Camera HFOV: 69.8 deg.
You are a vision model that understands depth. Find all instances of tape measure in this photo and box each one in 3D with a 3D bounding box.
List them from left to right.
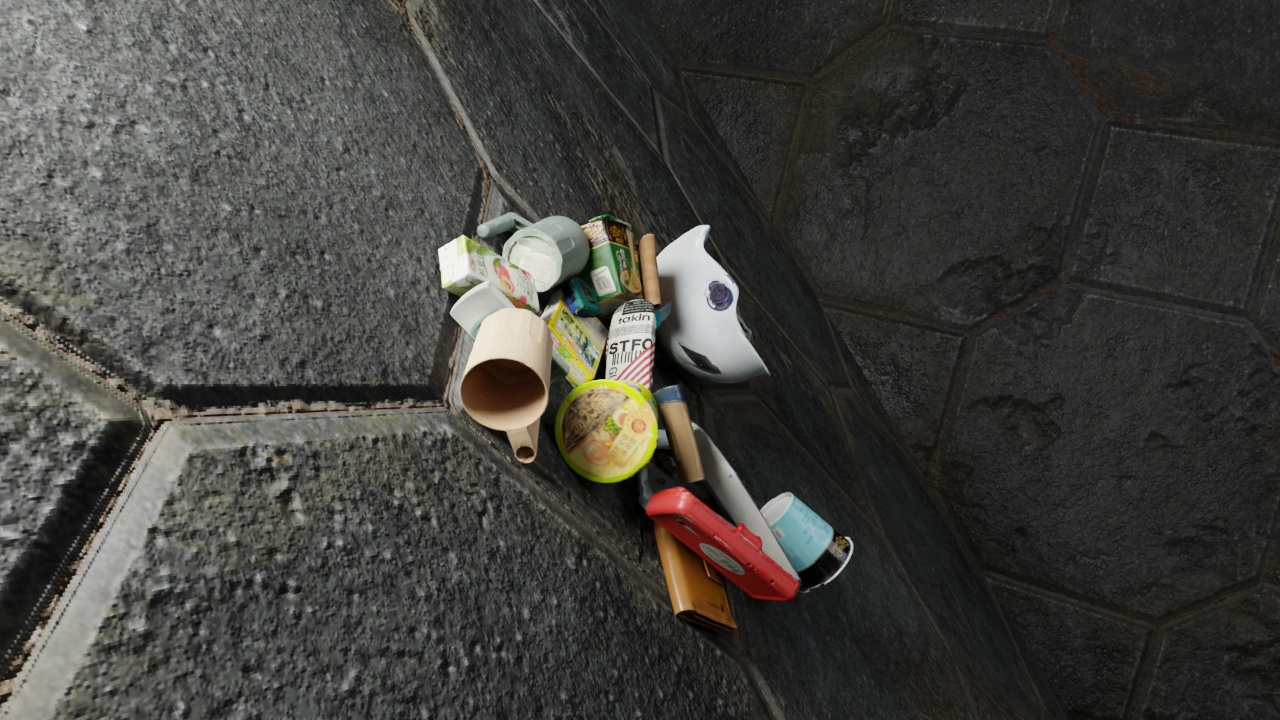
[{"bbox_3d":[-0.074,-0.079,1.154,0.054,0.025,0.058,63,20,16],"label":"tape measure"}]

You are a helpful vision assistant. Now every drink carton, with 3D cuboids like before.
[{"bbox_3d":[-0.168,-0.087,1.010,0.122,0.046,0.053,26,47,-54],"label":"drink carton"}]

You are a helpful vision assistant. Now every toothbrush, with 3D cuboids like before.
[{"bbox_3d":[0.025,0.104,1.202,0.026,0.026,0.220,52,17,21],"label":"toothbrush"}]

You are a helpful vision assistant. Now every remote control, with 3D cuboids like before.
[{"bbox_3d":[-0.137,-0.021,0.967,0.135,0.056,0.019,49,22,-23],"label":"remote control"}]

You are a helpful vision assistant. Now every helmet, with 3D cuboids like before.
[{"bbox_3d":[0.089,-0.068,1.426,0.229,0.146,0.258,45,22,-73],"label":"helmet"}]

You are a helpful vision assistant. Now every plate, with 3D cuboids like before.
[{"bbox_3d":[0.129,0.198,1.211,0.266,0.034,0.162,57,-4,-24],"label":"plate"}]

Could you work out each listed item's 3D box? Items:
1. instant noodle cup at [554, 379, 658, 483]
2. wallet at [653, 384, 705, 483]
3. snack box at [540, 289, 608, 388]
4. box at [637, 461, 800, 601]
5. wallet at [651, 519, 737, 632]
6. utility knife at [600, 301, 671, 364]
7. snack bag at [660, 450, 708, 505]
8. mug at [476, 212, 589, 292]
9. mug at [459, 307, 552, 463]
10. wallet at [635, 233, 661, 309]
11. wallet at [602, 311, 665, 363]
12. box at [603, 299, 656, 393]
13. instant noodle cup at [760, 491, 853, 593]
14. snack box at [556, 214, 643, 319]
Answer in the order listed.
[{"bbox_3d":[-0.026,0.068,1.030,0.111,0.112,0.123,57,12,0],"label":"instant noodle cup"},{"bbox_3d":[0.048,0.088,1.077,0.090,0.033,0.115,108,-35,-83],"label":"wallet"},{"bbox_3d":[-0.085,-0.032,1.144,0.087,0.034,0.140,51,19,-17],"label":"snack box"},{"bbox_3d":[0.081,0.200,1.056,0.201,0.069,0.158,41,-5,-23],"label":"box"},{"bbox_3d":[0.065,0.249,1.072,0.119,0.035,0.130,30,32,-40],"label":"wallet"},{"bbox_3d":[-0.001,-0.037,1.277,0.184,0.013,0.029,-44,126,-45],"label":"utility knife"},{"bbox_3d":[0.061,0.159,1.200,0.105,0.026,0.045,48,13,-24],"label":"snack bag"},{"bbox_3d":[-0.135,-0.142,1.145,0.124,0.084,0.103,30,21,4],"label":"mug"},{"bbox_3d":[-0.124,0.023,0.915,0.103,0.084,0.125,-91,167,-58],"label":"mug"},{"bbox_3d":[0.001,-0.113,1.299,0.020,0.115,0.101,-1,78,-18],"label":"wallet"},{"bbox_3d":[-0.015,-0.045,1.351,0.122,0.020,0.096,19,37,-58],"label":"wallet"},{"bbox_3d":[-0.007,0.007,1.164,0.086,0.076,0.162,49,37,-57],"label":"box"},{"bbox_3d":[0.232,0.261,1.351,0.120,0.111,0.111,46,21,-7],"label":"instant noodle cup"},{"bbox_3d":[-0.058,-0.119,1.239,0.117,0.118,0.105,6,63,-65],"label":"snack box"}]
